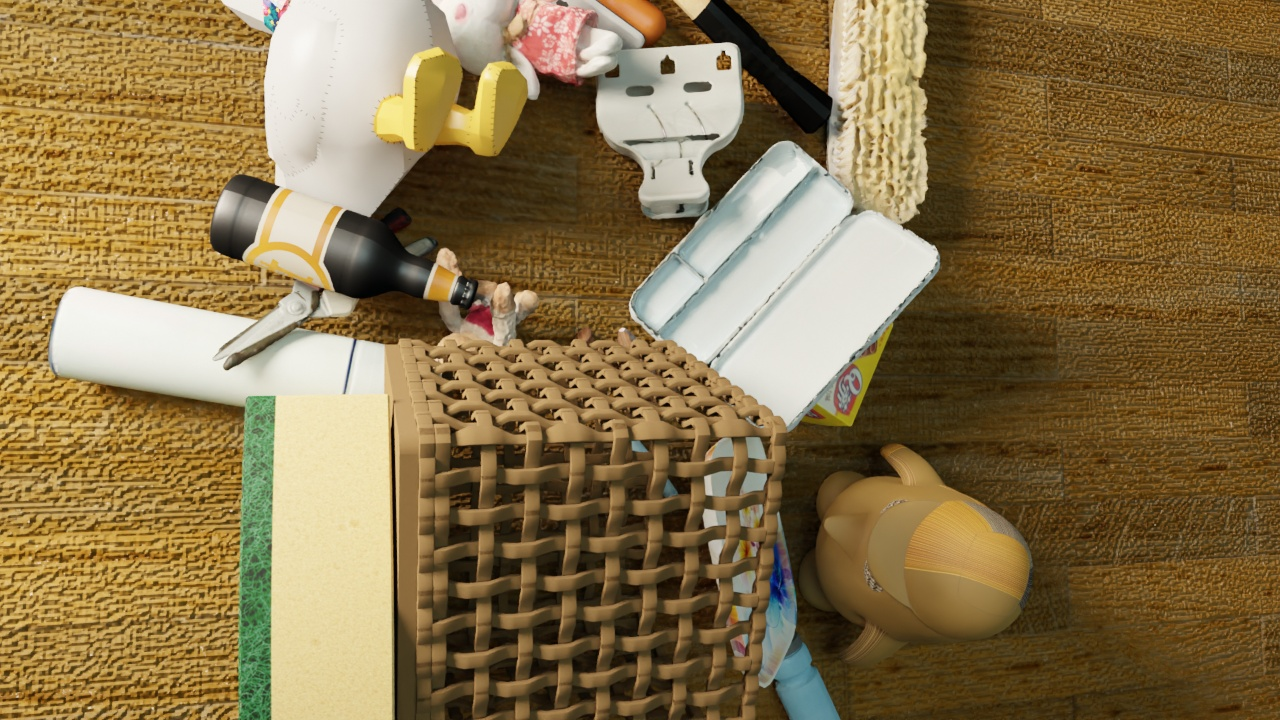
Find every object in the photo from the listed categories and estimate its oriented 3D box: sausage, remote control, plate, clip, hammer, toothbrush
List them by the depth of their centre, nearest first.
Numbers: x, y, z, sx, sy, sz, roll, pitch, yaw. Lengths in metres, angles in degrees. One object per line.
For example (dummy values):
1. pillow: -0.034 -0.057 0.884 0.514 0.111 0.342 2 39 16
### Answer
1. plate: 0.086 0.149 0.735 0.016 0.186 0.187 -12 91 20
2. remote control: -0.063 -0.304 0.777 0.146 0.045 0.008 32 68 -12
3. clip: 0.026 -0.195 0.778 0.125 0.074 0.144 -4 90 6
4. toothbrush: -0.015 0.058 0.778 0.155 0.016 0.022 54 35 -6
5. sausage: -0.046 -0.332 0.787 0.164 0.039 0.044 43 109 -10
6. hammer: 0.043 -0.318 0.796 0.328 0.039 0.130 37 41 -17

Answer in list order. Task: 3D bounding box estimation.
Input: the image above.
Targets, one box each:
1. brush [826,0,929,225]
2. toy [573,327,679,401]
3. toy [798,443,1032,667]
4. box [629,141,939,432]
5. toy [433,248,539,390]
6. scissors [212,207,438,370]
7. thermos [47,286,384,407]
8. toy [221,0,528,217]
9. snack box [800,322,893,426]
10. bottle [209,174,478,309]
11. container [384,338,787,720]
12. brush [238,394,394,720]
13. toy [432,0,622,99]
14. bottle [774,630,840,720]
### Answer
1. brush: 0.222 -0.251 0.856 0.083 0.057 0.271 6 84 -19
2. toy: -0.005 0.005 0.774 0.055 0.041 0.102 -39 106 6
3. toy: 0.221 0.161 0.744 0.162 0.204 0.198 19 80 -15
4. box: 0.117 -0.062 0.766 0.192 0.061 0.210 41 89 17
5. toy: -0.138 -0.024 0.726 0.085 0.074 0.106 29 99 18
6. scissors: -0.235 -0.059 0.685 0.187 0.015 0.146 -6 67 -32
7. thermos: -0.293 0.001 0.670 0.230 0.068 0.068 11 82 -17
8. toy: -0.221 -0.218 0.670 0.268 0.140 0.247 27 111 22
9. snack box: 0.157 -0.006 0.804 0.083 0.061 0.105 32 76 -29
10. bottle: -0.206 -0.076 0.659 0.181 0.059 0.059 19 80 -9
11. container: -0.058 0.130 0.618 0.214 0.219 0.252 0 105 -17
12. brush: -0.203 0.136 0.589 0.075 0.251 0.195 0 79 -18
13. toy: -0.110 -0.267 0.736 0.194 0.084 0.159 20 101 0
14. bottle: 0.141 0.290 0.795 0.040 0.040 0.130 -26 93 -18
